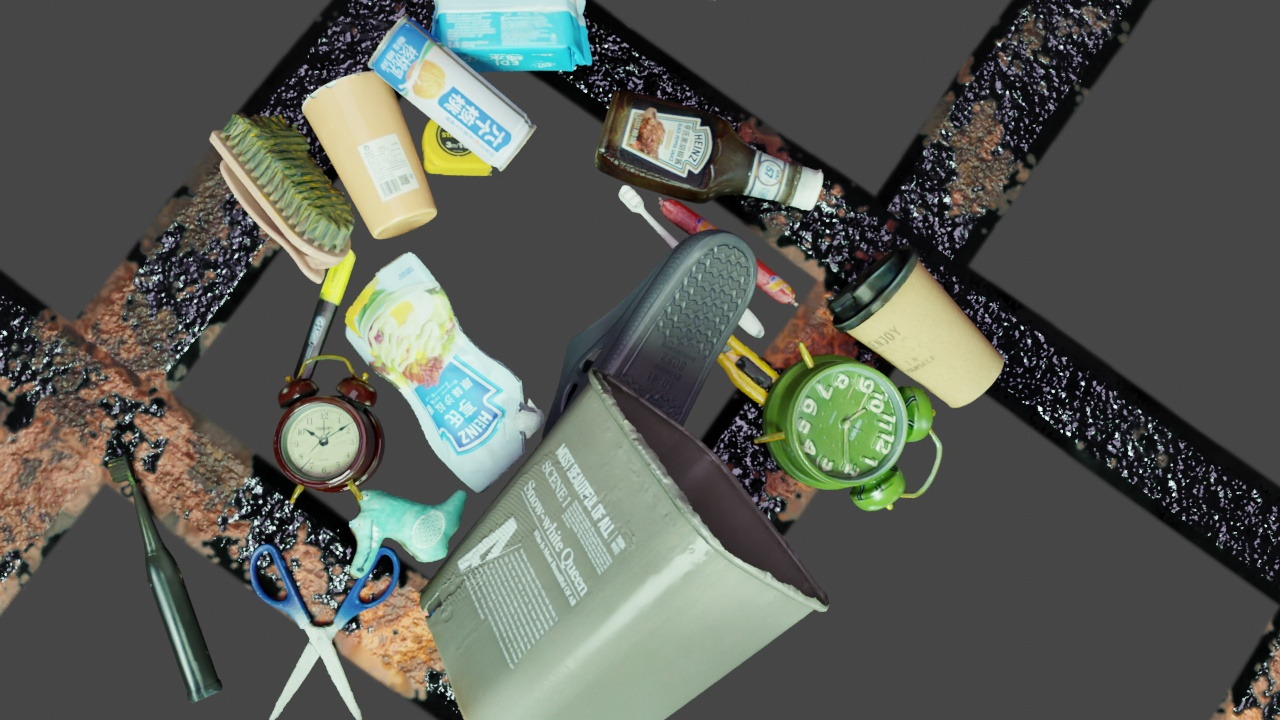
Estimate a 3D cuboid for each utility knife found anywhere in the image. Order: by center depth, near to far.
[{"bbox_3d":[0.071,-0.010,0.800,0.154,0.015,0.033,41,81,1],"label":"utility knife"}]

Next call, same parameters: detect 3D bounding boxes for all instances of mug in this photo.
[{"bbox_3d":[-0.222,-0.170,0.774,0.078,0.078,0.123,-25,91,-5],"label":"mug"}]

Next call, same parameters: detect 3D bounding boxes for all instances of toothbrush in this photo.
[{"bbox_3d":[-0.396,0.177,0.759,0.027,0.026,0.212,-22,86,-16],"label":"toothbrush"},{"bbox_3d":[0.045,-0.087,0.805,0.016,0.016,0.180,-43,88,-3],"label":"toothbrush"}]

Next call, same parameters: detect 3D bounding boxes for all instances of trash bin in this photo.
[{"bbox_3d":[-0.023,0.161,0.672,0.220,0.198,0.199,-44,46,7],"label":"trash bin"}]

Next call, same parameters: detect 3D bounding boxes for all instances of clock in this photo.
[{"bbox_3d":[-0.259,0.056,0.760,0.082,0.055,0.122,-2,83,-3],"label":"clock"},{"bbox_3d":[0.181,0.060,0.774,0.161,0.056,0.116,26,85,-9],"label":"clock"}]

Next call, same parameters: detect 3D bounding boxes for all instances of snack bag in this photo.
[{"bbox_3d":[-0.164,0.012,0.763,0.110,0.038,0.191,-41,85,20],"label":"snack bag"}]

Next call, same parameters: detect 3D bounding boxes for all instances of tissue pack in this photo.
[{"bbox_3d":[-0.114,-0.297,0.792,0.140,0.063,0.090,-3,87,-2],"label":"tissue pack"}]

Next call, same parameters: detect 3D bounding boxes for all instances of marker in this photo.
[{"bbox_3d":[-0.272,-0.039,0.788,0.018,0.015,0.124,17,84,3],"label":"marker"}]

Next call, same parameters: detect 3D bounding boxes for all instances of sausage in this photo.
[{"bbox_3d":[0.078,-0.097,0.807,0.156,0.020,0.020,37,84,1],"label":"sausage"}]

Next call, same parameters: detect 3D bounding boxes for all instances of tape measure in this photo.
[{"bbox_3d":[-0.161,-0.187,0.799,0.060,0.029,0.057,-3,81,-20],"label":"tape measure"}]

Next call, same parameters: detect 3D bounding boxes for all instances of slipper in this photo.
[{"bbox_3d":[-0.005,0.004,0.765,0.110,0.083,0.268,29,96,-42],"label":"slipper"}]

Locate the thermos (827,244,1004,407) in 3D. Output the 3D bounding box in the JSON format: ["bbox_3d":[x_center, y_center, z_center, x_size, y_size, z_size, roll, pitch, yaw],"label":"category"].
[{"bbox_3d":[0.233,-0.028,0.777,0.143,0.093,0.093,42,84,-6],"label":"thermos"}]

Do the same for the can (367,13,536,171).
[{"bbox_3d":[-0.153,-0.218,0.756,0.134,0.053,0.053,38,84,-17],"label":"can"}]

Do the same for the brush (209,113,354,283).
[{"bbox_3d":[-0.296,-0.136,0.770,0.073,0.063,0.145,-43,82,29],"label":"brush"}]

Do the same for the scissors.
[{"bbox_3d":[-0.268,0.219,0.768,0.162,0.012,0.176,42,86,0],"label":"scissors"}]

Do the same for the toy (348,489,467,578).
[{"bbox_3d":[-0.201,0.141,0.766,0.092,0.030,0.096,18,66,2],"label":"toy"}]

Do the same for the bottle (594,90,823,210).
[{"bbox_3d":[0.061,-0.174,0.801,0.195,0.044,0.079,16,77,-2],"label":"bottle"}]
